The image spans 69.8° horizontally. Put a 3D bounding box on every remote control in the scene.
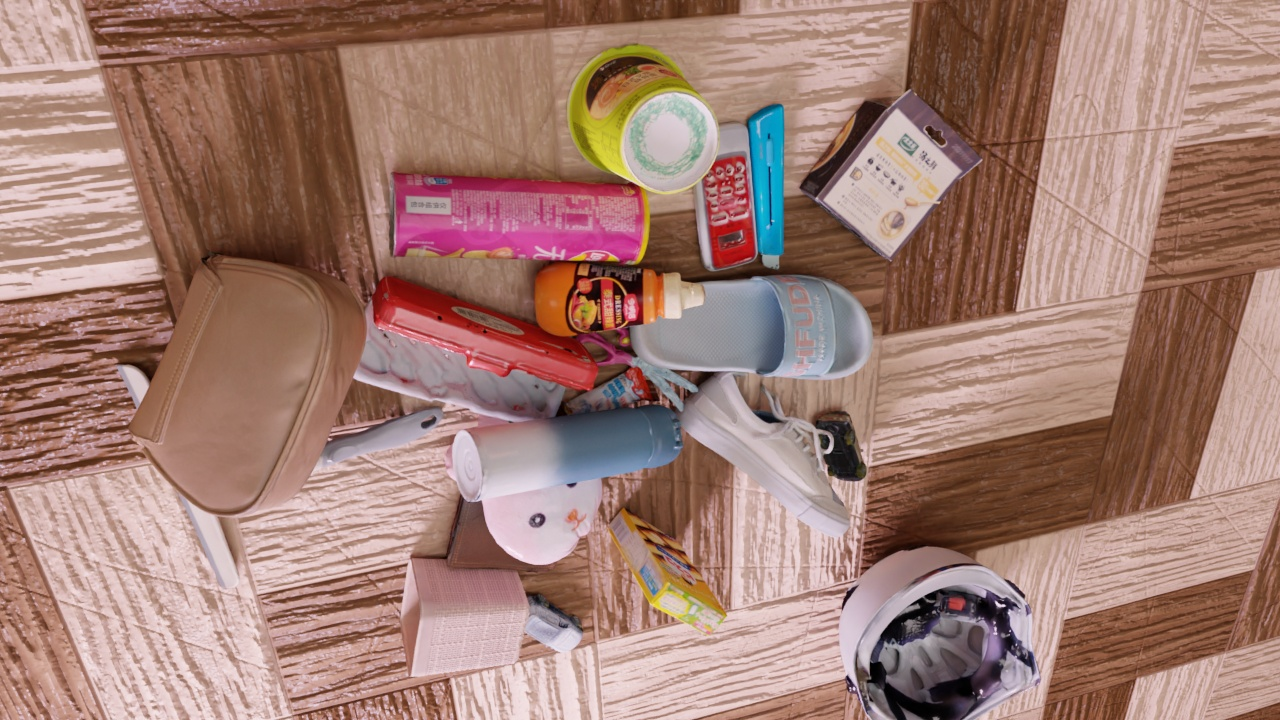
[{"bbox_3d":[0.077,-0.149,0.845,0.056,0.020,0.136,-14,120,-10],"label":"remote control"}]

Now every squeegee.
[{"bbox_3d":[-0.298,0.087,0.830,0.246,0.039,0.247,-15,119,-11],"label":"squeegee"}]

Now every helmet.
[{"bbox_3d":[0.334,0.319,1.094,0.229,0.146,0.259,-35,113,-1],"label":"helmet"}]

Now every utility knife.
[{"bbox_3d":[0.120,-0.157,0.856,0.034,0.018,0.159,-14,121,-12],"label":"utility knife"}]

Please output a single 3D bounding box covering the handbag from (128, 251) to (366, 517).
[{"bbox_3d":[-0.310,0.016,0.737,0.148,0.099,0.204,26,94,9],"label":"handbag"}]

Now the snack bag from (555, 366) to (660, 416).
[{"bbox_3d":[-0.035,0.040,0.900,0.104,0.026,0.048,-23,107,-7],"label":"snack bag"}]

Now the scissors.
[{"bbox_3d":[-0.005,0.008,0.882,0.083,0.017,0.138,-39,106,-2],"label":"scissors"}]

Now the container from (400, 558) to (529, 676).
[{"bbox_3d":[-0.178,0.257,0.928,0.110,0.090,0.090,4,114,-23],"label":"container"}]

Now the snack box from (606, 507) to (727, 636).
[{"bbox_3d":[0.025,0.215,0.941,0.087,0.140,0.034,37,98,-29],"label":"snack box"}]

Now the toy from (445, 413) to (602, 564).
[{"bbox_3d":[-0.109,0.119,0.880,0.159,0.054,0.121,43,73,-15],"label":"toy"}]

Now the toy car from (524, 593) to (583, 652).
[{"bbox_3d":[-0.100,0.290,1.002,0.043,0.034,0.090,-46,122,4],"label":"toy car"}]

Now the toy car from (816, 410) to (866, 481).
[{"bbox_3d":[0.221,0.096,1.003,0.035,0.042,0.090,-53,131,-41],"label":"toy car"}]

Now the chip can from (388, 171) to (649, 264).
[{"bbox_3d":[-0.102,-0.119,0.772,0.210,0.071,0.071,-1,116,-17],"label":"chip can"}]

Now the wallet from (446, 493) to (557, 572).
[{"bbox_3d":[-0.128,0.165,0.930,0.124,0.032,0.101,9,110,-23],"label":"wallet"}]

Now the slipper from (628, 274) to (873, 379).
[{"bbox_3d":[0.111,-0.033,0.868,0.245,0.074,0.104,0,89,-15],"label":"slipper"}]

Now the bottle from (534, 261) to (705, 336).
[{"bbox_3d":[-0.017,-0.056,0.815,0.149,0.066,0.067,-2,117,2],"label":"bottle"}]

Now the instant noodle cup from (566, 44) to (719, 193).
[{"bbox_3d":[0.008,-0.190,0.741,0.111,0.123,0.112,-7,117,-15],"label":"instant noodle cup"}]

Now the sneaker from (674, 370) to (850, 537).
[{"bbox_3d":[0.147,0.091,0.957,0.242,0.089,0.091,39,95,-24],"label":"sneaker"}]

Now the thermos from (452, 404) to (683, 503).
[{"bbox_3d":[-0.060,0.081,0.843,0.220,0.070,0.070,-6,118,-34],"label":"thermos"}]

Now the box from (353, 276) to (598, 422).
[{"bbox_3d":[-0.148,0.006,0.807,0.201,0.095,0.102,18,106,-26],"label":"box"}]

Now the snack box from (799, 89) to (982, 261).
[{"bbox_3d":[0.234,-0.176,0.864,0.113,0.053,0.126,32,102,-28],"label":"snack box"}]
